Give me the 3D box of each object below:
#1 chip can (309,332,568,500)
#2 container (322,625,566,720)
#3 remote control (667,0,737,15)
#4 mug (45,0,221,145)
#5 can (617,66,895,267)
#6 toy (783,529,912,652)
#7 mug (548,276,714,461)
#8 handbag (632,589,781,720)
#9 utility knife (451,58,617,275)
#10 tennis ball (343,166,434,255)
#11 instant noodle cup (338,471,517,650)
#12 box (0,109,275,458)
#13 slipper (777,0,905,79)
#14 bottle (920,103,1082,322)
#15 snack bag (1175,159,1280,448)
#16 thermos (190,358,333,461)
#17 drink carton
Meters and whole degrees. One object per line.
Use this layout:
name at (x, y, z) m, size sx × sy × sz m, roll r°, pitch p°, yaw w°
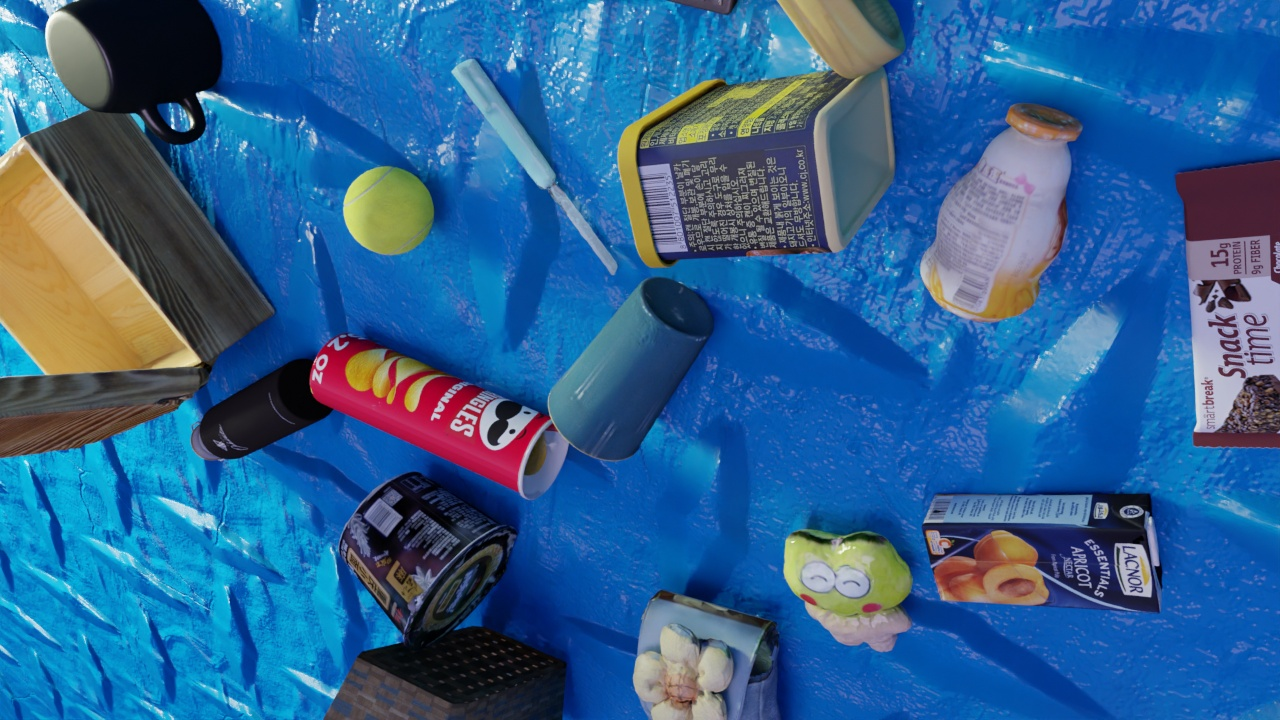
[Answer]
chip can at (-0.171, 0.043, 0.769) m, size 0.221 × 0.069 × 0.069 m, roll 21°, pitch 127°, yaw 21°
container at (-0.180, 0.363, 0.836) m, size 0.158 × 0.249 × 0.186 m, roll 15°, pitch 88°, yaw 24°
remote control at (-0.006, -0.232, 0.532) m, size 0.136 × 0.015 × 0.032 m, roll 21°, pitch 127°, yaw 17°
mug at (-0.389, -0.227, 0.723) m, size 0.085 × 0.094 × 0.121 m, roll -16°, pitch 108°, yaw 38°
can at (0.068, -0.106, 0.486) m, size 0.104 × 0.134 × 0.075 m, roll 1°, pitch 118°, yaw 29°
toy at (0.152, 0.167, 0.659) m, size 0.092 × 0.046 × 0.115 m, roll -4°, pitch 123°, yaw 30°
mug at (-0.004, 0.004, 0.641) m, size 0.078 × 0.078 × 0.122 m, roll 40°, pitch 126°, yaw 5°
handbag at (0.051, 0.286, 0.747) m, size 0.122 × 0.118 × 0.192 m, roll 11°, pitch 117°, yaw 27°
utility knife at (-0.071, -0.132, 0.634) m, size 0.022 × 0.015 × 0.179 m, roll -32°, pitch 96°, yaw 42°
tennis ball at (-0.188, -0.112, 0.687) m, size 0.065 × 0.065 × 0.065 m, roll 16°, pitch 125°, yaw 24°
instant noodle cup at (-0.198, 0.172, 0.835) m, size 0.112 × 0.136 × 0.138 m, roll 37°, pitch 131°, yaw 18°
box at (-0.550, -0.003, 0.815) m, size 0.280 × 0.314 × 0.282 m, roll -16°, pitch 116°, yaw 36°
slipper at (0.060, -0.259, 0.417) m, size 0.079 × 0.099 × 0.263 m, roll -26°, pitch 99°, yaw 34°
bottle at (0.189, -0.075, 0.474) m, size 0.063 × 0.063 × 0.109 m, roll 24°, pitch 128°, yaw 18°
snack bag at (0.308, -0.023, 0.465) m, size 0.057 × 0.013 × 0.158 m, roll -1°, pitch 117°, yaw 34°
thermos at (-0.392, 0.060, 0.923) m, size 0.232 × 0.061 × 0.061 m, roll -21°, pitch 105°, yaw 39°
drink carton at (0.250, 0.118, 0.570) m, size 0.130 × 0.040 × 0.064 m, roll -6°, pitch 115°, yaw 34°
